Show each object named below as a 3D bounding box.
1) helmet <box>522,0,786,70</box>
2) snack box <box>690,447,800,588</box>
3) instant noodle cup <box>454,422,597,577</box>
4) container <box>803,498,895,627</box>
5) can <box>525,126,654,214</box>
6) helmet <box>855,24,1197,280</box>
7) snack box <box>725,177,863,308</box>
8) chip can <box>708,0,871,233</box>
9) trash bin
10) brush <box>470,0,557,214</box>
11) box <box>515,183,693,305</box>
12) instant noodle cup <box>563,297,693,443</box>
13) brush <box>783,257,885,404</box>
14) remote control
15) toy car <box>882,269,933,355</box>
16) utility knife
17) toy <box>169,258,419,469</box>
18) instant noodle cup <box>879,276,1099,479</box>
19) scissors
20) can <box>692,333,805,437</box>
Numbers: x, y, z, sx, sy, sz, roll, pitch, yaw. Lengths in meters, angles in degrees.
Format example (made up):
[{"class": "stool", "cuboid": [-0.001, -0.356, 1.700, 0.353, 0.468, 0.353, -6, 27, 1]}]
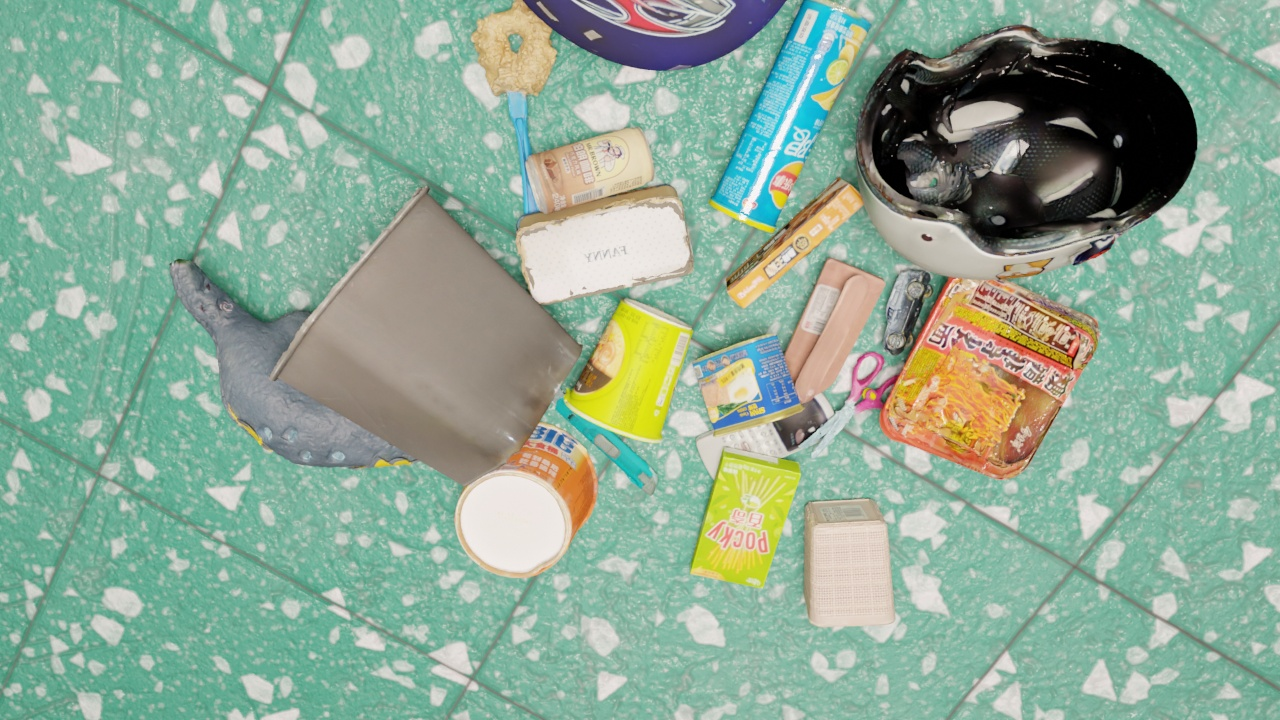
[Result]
[{"class": "helmet", "cuboid": [-0.012, -0.380, 0.749, 0.315, 0.247, 0.240, 30, 87, -10]}, {"class": "snack box", "cuboid": [0.112, 0.173, 0.999, 0.086, 0.026, 0.157, 13, 115, -1]}, {"class": "instant noodle cup", "cuboid": [-0.126, 0.153, 0.980, 0.151, 0.111, 0.151, 1, 106, 4]}, {"class": "container", "cuboid": [0.220, 0.213, 0.984, 0.090, 0.090, 0.111, -4, 102, 6]}, {"class": "can", "cuboid": [-0.049, -0.186, 0.894, 0.116, 0.058, 0.058, -18, 104, -8]}, {"class": "helmet", "cuboid": [0.323, -0.165, 0.825, 0.274, 0.157, 0.229, -10, 66, -3]}, {"class": "snack box", "cuboid": [0.149, -0.116, 0.902, 0.154, 0.075, 0.026, -42, 99, 14]}, {"class": "chip can", "cuboid": [0.141, -0.231, 0.874, 0.071, 0.071, 0.210, 24, 105, -2]}, {"class": "trash bin", "cuboid": [-0.198, -0.012, 0.889, 0.219, 0.198, 0.200, 38, 145, -15]}, {"class": "brush", "cuboid": [-0.116, -0.226, 0.916, 0.083, 0.045, 0.255, -4, 109, 1]}, {"class": "box", "cuboid": [-0.042, -0.114, 0.916, 0.184, 0.061, 0.090, -9, 113, 4]}, {"class": "instant noodle cup", "cuboid": [-0.006, 0.005, 0.939, 0.111, 0.111, 0.123, 23, 97, -2]}, {"class": "brush", "cuboid": [0.187, -0.027, 0.927, 0.063, 0.073, 0.146, 22, 108, -3]}, {"class": "remote control", "cuboid": [0.136, 0.081, 0.987, 0.150, 0.021, 0.058, -25, 102, 12]}, {"class": "toy car", "cuboid": [0.268, -0.049, 0.931, 0.034, 0.042, 0.091, 22, 105, 26]}, {"class": "utility knife", "cuboid": [-0.047, 0.083, 1.005, 0.182, 0.013, 0.029, 43, 104, -7]}, {"class": "toy", "cuboid": [-0.347, 0.032, 0.952, 0.356, 0.091, 0.138, 36, 89, -9]}, {"class": "instant noodle cup", "cuboid": [0.339, 0.012, 0.918, 0.164, 0.079, 0.189, 23, 103, -6]}, {"class": "scissors", "cuboid": [0.213, 0.046, 0.959, 0.137, 0.017, 0.073, -36, 103, -2]}, {"class": "can", "cuboid": [0.107, 0.025, 0.928, 0.102, 0.057, 0.083, -22, 85, 50]}]
